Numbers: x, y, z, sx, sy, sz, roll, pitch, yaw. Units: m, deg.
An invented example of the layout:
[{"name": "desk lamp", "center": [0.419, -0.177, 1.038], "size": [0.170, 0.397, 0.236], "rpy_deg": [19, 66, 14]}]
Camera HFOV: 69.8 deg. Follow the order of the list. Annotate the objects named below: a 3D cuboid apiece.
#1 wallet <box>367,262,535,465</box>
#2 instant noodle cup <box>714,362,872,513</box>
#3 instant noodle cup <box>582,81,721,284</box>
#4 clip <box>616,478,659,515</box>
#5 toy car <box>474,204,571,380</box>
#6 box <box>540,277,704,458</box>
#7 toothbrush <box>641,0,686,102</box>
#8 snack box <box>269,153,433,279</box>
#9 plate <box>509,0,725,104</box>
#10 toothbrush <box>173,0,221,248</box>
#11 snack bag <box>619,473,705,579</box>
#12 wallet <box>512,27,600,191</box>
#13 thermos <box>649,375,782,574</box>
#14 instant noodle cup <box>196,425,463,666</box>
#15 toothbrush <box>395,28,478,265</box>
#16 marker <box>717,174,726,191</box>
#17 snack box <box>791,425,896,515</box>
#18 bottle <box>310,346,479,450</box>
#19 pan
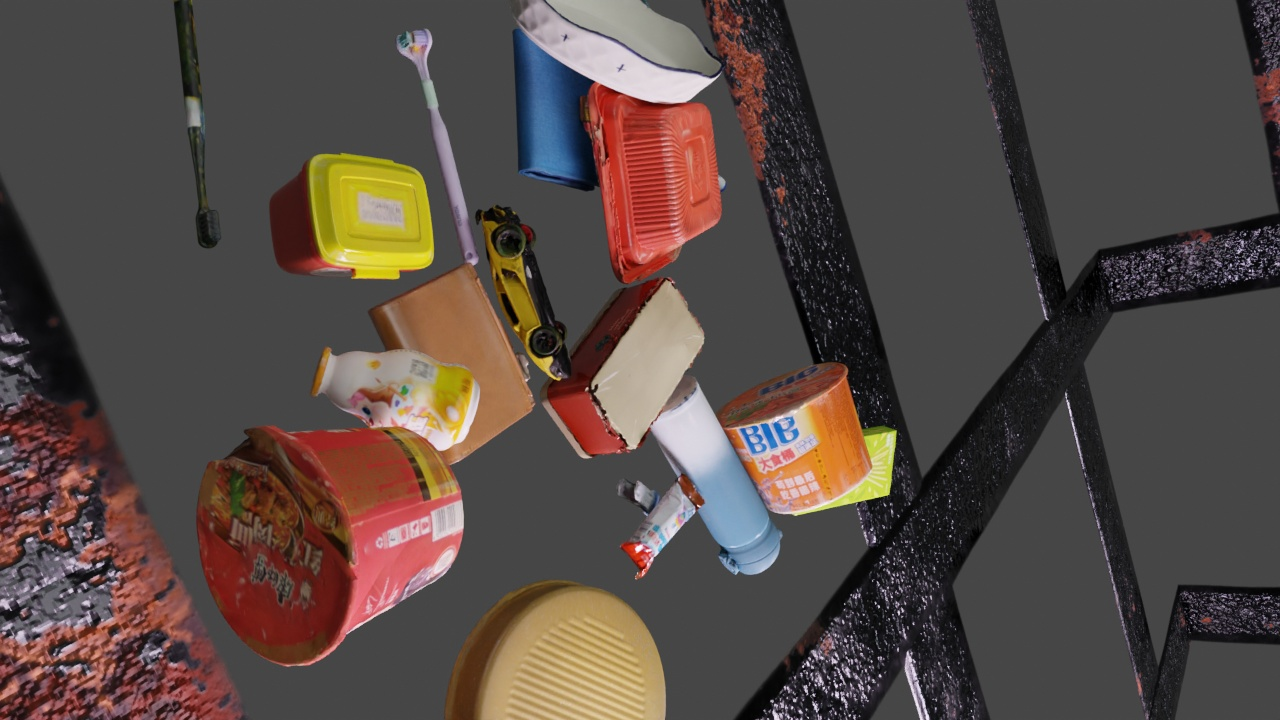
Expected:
[{"name": "wallet", "center": [-0.141, 0.000, 0.712], "size": [0.107, 0.031, 0.132], "rpy_deg": [-37, 110, -44]}, {"name": "instant noodle cup", "center": [0.165, 0.083, 0.958], "size": [0.151, 0.152, 0.111], "rpy_deg": [-35, 103, -48]}, {"name": "instant noodle cup", "center": [0.019, -0.174, 0.866], "size": [0.164, 0.079, 0.189], "rpy_deg": [-41, 127, -59]}, {"name": "clip", "center": [0.002, 0.128, 0.865], "size": [0.057, 0.028, 0.024], "rpy_deg": [44, 56, -48]}, {"name": "toy car", "center": [-0.095, -0.055, 0.756], "size": [0.071, 0.041, 0.156], "rpy_deg": [-78, 149, -80]}, {"name": "box", "center": [-0.005, 0.005, 0.836], "size": [0.091, 0.079, 0.167], "rpy_deg": [57, 45, -25]}, {"name": "toothbrush", "center": [0.033, -0.302, 0.984], "size": [0.018, 0.016, 0.191], "rpy_deg": [-33, 102, -61]}, {"name": "snack box", "center": [-0.198, -0.091, 0.623], "size": [0.091, 0.080, 0.082], "rpy_deg": [-4, 84, -51]}, {"name": "plate", "center": [-0.026, -0.293, 0.822], "size": [0.205, 0.046, 0.204], "rpy_deg": [23, 31, -15]}, {"name": "toothbrush", "center": [-0.284, -0.164, 0.585], "size": [0.012, 0.017, 0.185], "rpy_deg": [-5, 86, -43]}, {"name": "snack bag", "center": [0.020, 0.155, 0.863], "size": [0.105, 0.026, 0.045], "rpy_deg": [-47, 116, -25]}, {"name": "wallet", "center": [-0.070, -0.227, 0.841], "size": [0.106, 0.040, 0.133], "rpy_deg": [2, 84, -47]}, {"name": "thermos", "center": [0.074, 0.120, 0.918], "size": [0.070, 0.070, 0.220], "rpy_deg": [-51, 121, -43]}, {"name": "instant noodle cup", "center": [-0.184, 0.104, 0.566], "size": [0.108, 0.138, 0.138], "rpy_deg": [-10, 90, -59]}, {"name": "toothbrush", "center": [-0.158, -0.169, 0.736], "size": [0.021, 0.029, 0.189], "rpy_deg": [-86, 162, -83]}, {"name": "marker", "center": [0.048, -0.224, 0.996], "size": [0.145, 0.017, 0.016], "rpy_deg": [30, 60, -43]}, {"name": "snack box", "center": [0.237, 0.129, 1.087], "size": [0.156, 0.026, 0.086], "rpy_deg": [-5, 106, -32]}, {"name": "bottle", "center": [-0.170, 0.022, 0.635], "size": [0.108, 0.063, 0.063], "rpy_deg": [18, 66, -19]}, {"name": "pan", "center": [-0.019, 0.320, 0.781], "size": [0.357, 0.078, 0.197], "rpy_deg": [38, 58, -31]}]
